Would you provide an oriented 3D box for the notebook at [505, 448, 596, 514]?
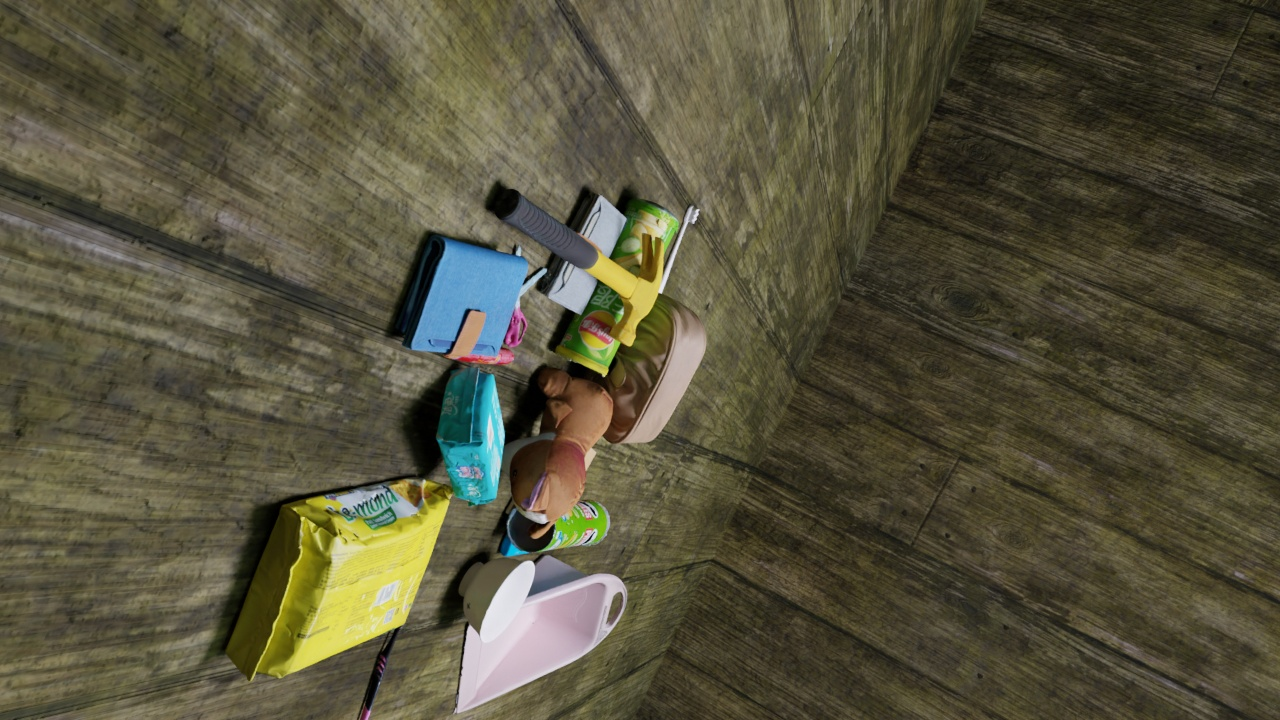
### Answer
[{"bbox_3d":[-0.125,0.174,1.335,0.147,0.008,0.208,-60,162,-11],"label":"notebook"}]

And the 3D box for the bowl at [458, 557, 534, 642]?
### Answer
[{"bbox_3d":[-0.199,0.303,1.210,0.118,0.065,0.118,-52,158,-32],"label":"bowl"}]

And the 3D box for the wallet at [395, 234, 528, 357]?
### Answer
[{"bbox_3d":[-0.162,-0.056,0.853,0.133,0.040,0.106,6,107,-63],"label":"wallet"}]

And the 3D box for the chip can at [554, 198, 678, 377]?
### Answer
[{"bbox_3d":[-0.028,-0.093,1.137,0.221,0.072,0.072,-64,162,0],"label":"chip can"}]

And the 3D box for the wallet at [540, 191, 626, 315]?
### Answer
[{"bbox_3d":[-0.062,-0.121,1.060,0.129,0.037,0.106,-64,163,0],"label":"wallet"}]

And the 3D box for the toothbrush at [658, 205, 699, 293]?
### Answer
[{"bbox_3d":[0.047,-0.144,1.368,0.016,0.016,0.180,-8,122,-66],"label":"toothbrush"}]

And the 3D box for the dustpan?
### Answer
[{"bbox_3d":[-0.144,0.423,1.411,0.272,0.139,0.223,-45,155,-48],"label":"dustpan"}]

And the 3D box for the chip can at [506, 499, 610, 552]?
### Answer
[{"bbox_3d":[-0.114,0.236,1.320,0.072,0.072,0.236,-64,162,0],"label":"chip can"}]

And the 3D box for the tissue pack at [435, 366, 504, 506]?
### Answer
[{"bbox_3d":[-0.174,0.081,0.953,0.134,0.050,0.093,90,1,-51],"label":"tissue pack"}]

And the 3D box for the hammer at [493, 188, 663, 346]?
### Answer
[{"bbox_3d":[-0.057,-0.111,0.984,0.300,0.033,0.128,27,87,-59],"label":"hammer"}]

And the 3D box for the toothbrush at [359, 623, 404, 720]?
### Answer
[{"bbox_3d":[-0.308,0.366,1.077,0.017,0.014,0.189,-4,119,-59],"label":"toothbrush"}]

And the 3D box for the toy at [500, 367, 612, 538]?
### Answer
[{"bbox_3d":[-0.110,0.110,1.120,0.140,0.130,0.199,74,23,-62],"label":"toy"}]

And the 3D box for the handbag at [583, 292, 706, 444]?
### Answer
[{"bbox_3d":[-0.007,0.007,1.206,0.099,0.147,0.205,5,122,-40],"label":"handbag"}]

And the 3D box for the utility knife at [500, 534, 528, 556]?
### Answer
[{"bbox_3d":[-0.158,0.271,1.360,0.034,0.018,0.218,-64,163,-3],"label":"utility knife"}]

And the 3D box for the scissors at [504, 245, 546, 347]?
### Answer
[{"bbox_3d":[-0.135,-0.062,0.972,0.133,0.017,0.134,-50,155,-45],"label":"scissors"}]

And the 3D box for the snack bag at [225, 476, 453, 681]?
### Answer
[{"bbox_3d":[-0.269,0.201,0.869,0.158,0.068,0.246,-66,163,7],"label":"snack bag"}]

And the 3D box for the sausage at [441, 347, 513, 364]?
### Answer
[{"bbox_3d":[-0.168,-0.007,0.947,0.020,0.020,0.155,-66,162,5],"label":"sausage"}]
